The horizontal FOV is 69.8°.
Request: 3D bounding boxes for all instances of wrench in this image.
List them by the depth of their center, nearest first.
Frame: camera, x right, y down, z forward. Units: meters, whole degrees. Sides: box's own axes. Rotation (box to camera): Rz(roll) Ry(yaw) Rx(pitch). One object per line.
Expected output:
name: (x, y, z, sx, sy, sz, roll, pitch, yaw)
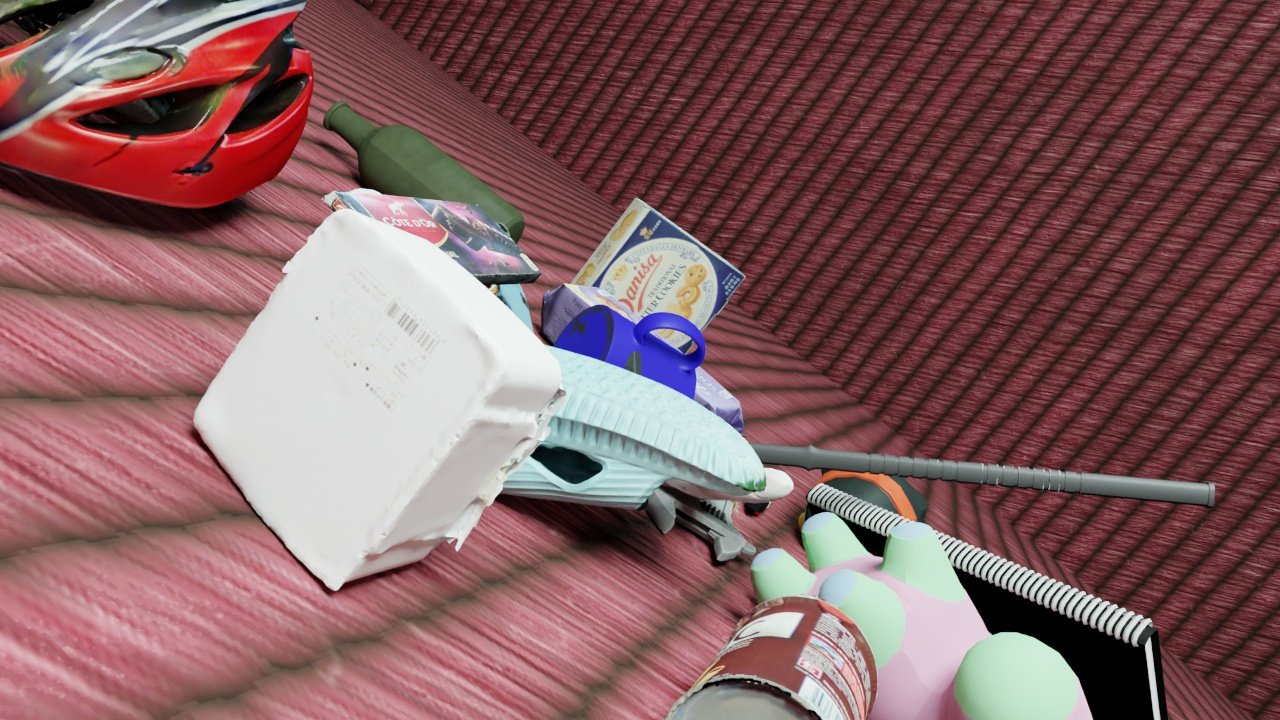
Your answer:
wrench: (0.057, 0.101, 0.709, 0.083, 0.018, 0.273, 34, 10, 5)

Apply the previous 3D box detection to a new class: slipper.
slipper: (-0.065, 0.024, 0.500, 0.276, 0.069, 0.115, 22, 13, 9)

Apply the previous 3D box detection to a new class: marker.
marker: (0.110, 0.118, 0.812, 0.019, 0.019, 0.145, 40, 11, 11)

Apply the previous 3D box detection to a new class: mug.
mug: (-0.004, 0.004, 0.677, 0.083, 0.111, 0.079, 31, 36, -32)

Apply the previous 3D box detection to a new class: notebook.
notebook: (0.190, 0.159, 0.521, 0.207, 0.016, 0.149, 19, -41, 52)

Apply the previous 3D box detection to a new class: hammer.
hammer: (0.138, 0.052, 0.516, 0.325, 0.095, 0.015, 4, 1, 16)

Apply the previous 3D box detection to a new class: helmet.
helmet: (-0.283, -0.178, 0.470, 0.217, 0.167, 0.271, 34, 23, -4)

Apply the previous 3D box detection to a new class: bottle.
bottle: (-0.206, -0.166, 0.849, 0.207, 0.071, 0.071, 39, 11, 5)

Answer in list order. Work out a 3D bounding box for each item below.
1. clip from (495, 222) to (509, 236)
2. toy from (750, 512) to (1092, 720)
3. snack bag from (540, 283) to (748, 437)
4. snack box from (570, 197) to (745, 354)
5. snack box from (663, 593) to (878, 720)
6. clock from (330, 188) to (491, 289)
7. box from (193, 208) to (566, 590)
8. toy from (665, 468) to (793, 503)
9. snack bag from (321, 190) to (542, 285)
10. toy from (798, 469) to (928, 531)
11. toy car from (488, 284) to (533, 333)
clip: (-0.127, -0.072, 0.691, 0.023, 0.076, 0.047, 38, 10, 4)
toy: (0.144, 0.171, 0.478, 0.171, 0.120, 0.222, 63, -22, -7)
snack bag: (0.001, 0.009, 0.812, 0.205, 0.058, 0.096, 41, 13, 16)
snack box: (0.011, -0.073, 0.969, 0.145, 0.144, 0.042, 30, 16, -30)
snack box: (0.055, 0.144, 0.373, 0.072, 0.072, 0.121, 40, 12, 15)
clock: (-0.155, -0.070, 0.624, 0.096, 0.048, 0.137, 16, 31, -51)
box: (-0.081, 0.017, 0.370, 0.103, 0.110, 0.130, 41, 12, 17)
toy: (0.038, 0.072, 0.617, 0.075, 0.037, 0.126, 19, -2, -37)
snack bag: (-0.125, -0.075, 0.588, 0.074, 0.018, 0.155, 46, 21, 12)
toy: (0.184, 0.138, 0.783, 0.119, 0.100, 0.097, -17, 97, -49)
toy car: (-0.109, -0.038, 0.721, 0.060, 0.027, 0.107, 57, 8, -37)
